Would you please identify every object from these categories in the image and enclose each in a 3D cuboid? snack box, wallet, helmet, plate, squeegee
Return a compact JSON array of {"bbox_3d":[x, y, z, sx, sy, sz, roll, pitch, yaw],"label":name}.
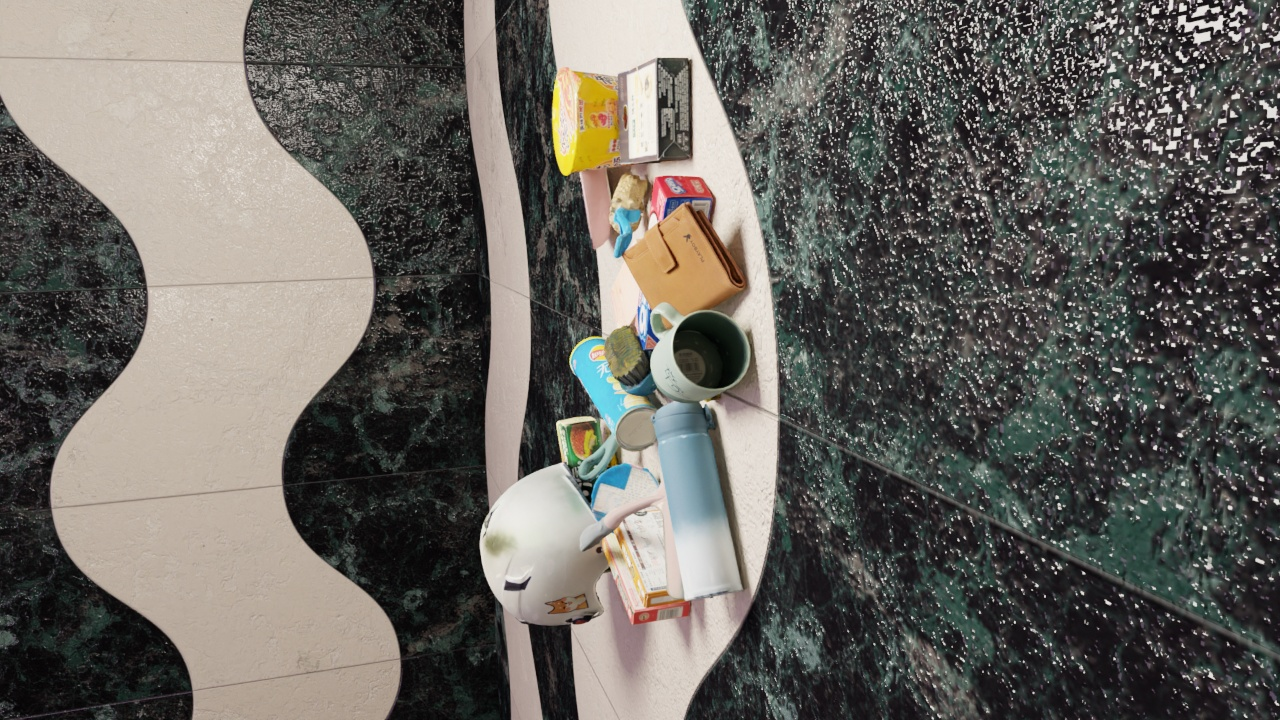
[{"bbox_3d":[-0.083,0.212,1.468,0.114,0.063,0.240,175,85,-80],"label":"snack box"},{"bbox_3d":[0.043,-0.097,0.973,0.132,0.031,0.108,-30,90,52],"label":"wallet"},{"bbox_3d":[-0.158,0.291,1.370,0.230,0.156,0.275,58,143,33],"label":"helmet"},{"bbox_3d":[-0.067,-0.261,1.346,0.192,0.039,0.192,165,96,-89],"label":"plate"},{"bbox_3d":[-0.025,0.200,1.152,0.250,0.040,0.247,-39,43,48],"label":"squeegee"},{"bbox_3d":[0.005,0.283,1.224,0.155,0.077,0.027,-120,30,-56],"label":"snack box"},{"bbox_3d":[0.015,-0.293,1.089,0.126,0.053,0.113,-149,56,-71],"label":"snack box"},{"bbox_3d":[-0.007,-0.093,1.259,0.158,0.026,0.084,121,141,-63],"label":"snack box"},{"bbox_3d":[0.019,0.248,1.169,0.153,0.075,0.026,-120,30,-55],"label":"snack box"},{"bbox_3d":[0.036,-0.107,1.062,0.058,0.057,0.208,-110,22,-51],"label":"snack box"}]

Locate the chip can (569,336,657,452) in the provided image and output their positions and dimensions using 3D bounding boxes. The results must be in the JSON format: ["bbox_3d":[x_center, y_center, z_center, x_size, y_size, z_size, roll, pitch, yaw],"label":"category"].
[{"bbox_3d":[-0.036,0.043,1.281,0.210,0.071,0.071,-127,36,-56],"label":"chip can"}]

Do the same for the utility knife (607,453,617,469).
[{"bbox_3d":[-0.039,0.211,1.459,0.033,0.015,0.170,122,140,-67],"label":"utility knife"}]

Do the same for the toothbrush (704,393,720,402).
[{"bbox_3d":[0.056,0.026,1.101,0.190,0.016,0.016,-153,60,-72],"label":"toothbrush"}]

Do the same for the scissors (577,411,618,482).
[{"bbox_3d":[-0.040,0.094,1.354,0.171,0.019,0.180,-50,21,29],"label":"scissors"}]

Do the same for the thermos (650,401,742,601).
[{"bbox_3d":[0.062,0.152,1.017,0.070,0.070,0.220,129,134,-67],"label":"thermos"}]

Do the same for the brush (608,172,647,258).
[{"bbox_3d":[-0.018,-0.172,1.128,0.254,0.046,0.083,-87,11,-67],"label":"brush"}]

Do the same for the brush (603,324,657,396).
[{"bbox_3d":[-0.007,0.007,1.218,0.073,0.055,0.143,48,-172,-25],"label":"brush"}]

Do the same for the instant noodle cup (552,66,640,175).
[{"bbox_3d":[-0.048,-0.312,1.199,0.138,0.109,0.138,176,91,-74],"label":"instant noodle cup"}]

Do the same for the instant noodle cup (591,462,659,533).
[{"bbox_3d":[-0.026,0.191,1.296,0.110,0.099,0.099,163,102,-81],"label":"instant noodle cup"}]

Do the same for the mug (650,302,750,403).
[{"bbox_3d":[0.050,-0.011,0.960,0.112,0.082,0.106,48,164,0],"label":"mug"}]
